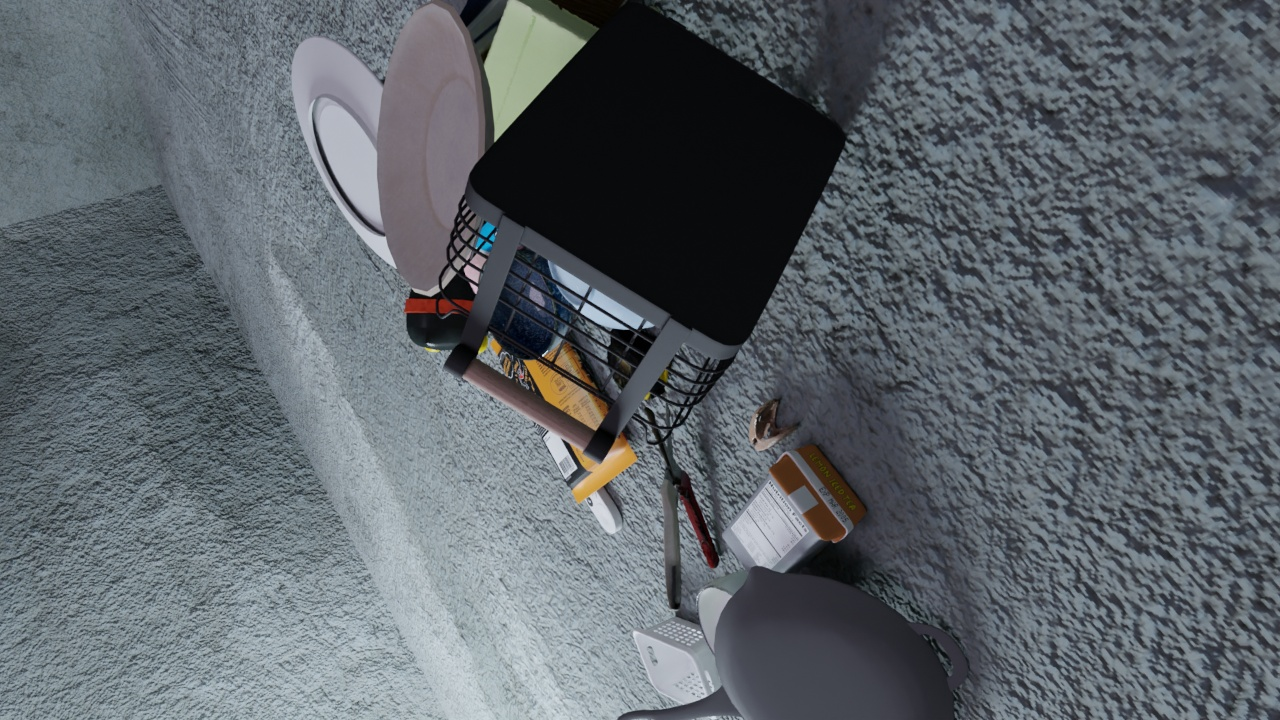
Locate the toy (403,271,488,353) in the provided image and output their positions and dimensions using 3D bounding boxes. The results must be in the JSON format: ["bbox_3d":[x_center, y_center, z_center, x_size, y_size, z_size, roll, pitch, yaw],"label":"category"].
[{"bbox_3d":[-0.243,-0.069,1.138,0.099,0.097,0.119,-2,-86,-77],"label":"toy"}]

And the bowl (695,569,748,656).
[{"bbox_3d":[0.109,0.235,0.811,0.116,0.065,0.116,39,142,39],"label":"bowl"}]

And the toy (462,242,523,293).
[{"bbox_3d":[-0.155,-0.113,1.002,0.105,0.053,0.108,-4,107,45],"label":"toy"}]

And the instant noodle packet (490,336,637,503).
[{"bbox_3d":[-0.092,0.041,1.025,0.220,0.032,0.160,60,145,9],"label":"instant noodle packet"}]

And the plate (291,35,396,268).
[{"bbox_3d":[-0.233,-0.161,0.760,0.209,0.015,0.209,34,143,30],"label":"plate"}]

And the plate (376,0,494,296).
[{"bbox_3d":[-0.133,-0.139,0.611,0.189,0.027,0.189,6,98,56],"label":"plate"}]

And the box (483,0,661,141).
[{"bbox_3d":[-0.066,-0.174,0.665,0.189,0.130,0.064,-50,57,46],"label":"box"}]

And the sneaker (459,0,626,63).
[{"bbox_3d":[-0.091,-0.274,0.654,0.295,0.120,0.127,-43,61,35],"label":"sneaker"}]

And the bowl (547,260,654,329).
[{"bbox_3d":[-0.032,-0.089,0.786,0.150,0.074,0.151,40,143,38],"label":"bowl"}]

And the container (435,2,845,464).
[{"bbox_3d":[0.000,-0.080,0.555,0.163,0.240,0.131,31,143,-1],"label":"container"}]

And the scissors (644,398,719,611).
[{"bbox_3d":[0.034,0.138,0.826,0.015,0.178,0.199,-12,123,20],"label":"scissors"}]

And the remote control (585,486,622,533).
[{"bbox_3d":[-0.063,0.144,1.081,0.136,0.013,0.043,54,150,19],"label":"remote control"}]

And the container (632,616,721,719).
[{"bbox_3d":[0.053,0.325,0.991,0.129,0.049,0.081,-5,107,60],"label":"container"}]

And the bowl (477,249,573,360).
[{"bbox_3d":[-0.107,-0.062,0.936,0.114,0.060,0.114,18,119,36],"label":"bowl"}]

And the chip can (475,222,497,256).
[{"bbox_3d":[-0.110,-0.176,0.848,0.080,0.079,0.230,63,150,4],"label":"chip can"}]

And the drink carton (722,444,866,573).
[{"bbox_3d":[0.119,0.129,0.732,0.076,0.048,0.125,53,149,20],"label":"drink carton"}]

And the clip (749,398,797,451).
[{"bbox_3d":[0.106,0.059,0.728,0.041,0.024,0.061,51,158,28],"label":"clip"}]

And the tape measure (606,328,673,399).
[{"bbox_3d":[-0.005,0.005,0.852,0.067,0.038,0.063,40,143,37],"label":"tape measure"}]

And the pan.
[{"bbox_3d":[0.099,0.280,0.755,0.356,0.024,0.216,-29,96,37],"label":"pan"}]

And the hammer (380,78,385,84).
[{"bbox_3d":[-0.150,-0.256,0.815,0.327,0.176,0.079,-20,95,43],"label":"hammer"}]
